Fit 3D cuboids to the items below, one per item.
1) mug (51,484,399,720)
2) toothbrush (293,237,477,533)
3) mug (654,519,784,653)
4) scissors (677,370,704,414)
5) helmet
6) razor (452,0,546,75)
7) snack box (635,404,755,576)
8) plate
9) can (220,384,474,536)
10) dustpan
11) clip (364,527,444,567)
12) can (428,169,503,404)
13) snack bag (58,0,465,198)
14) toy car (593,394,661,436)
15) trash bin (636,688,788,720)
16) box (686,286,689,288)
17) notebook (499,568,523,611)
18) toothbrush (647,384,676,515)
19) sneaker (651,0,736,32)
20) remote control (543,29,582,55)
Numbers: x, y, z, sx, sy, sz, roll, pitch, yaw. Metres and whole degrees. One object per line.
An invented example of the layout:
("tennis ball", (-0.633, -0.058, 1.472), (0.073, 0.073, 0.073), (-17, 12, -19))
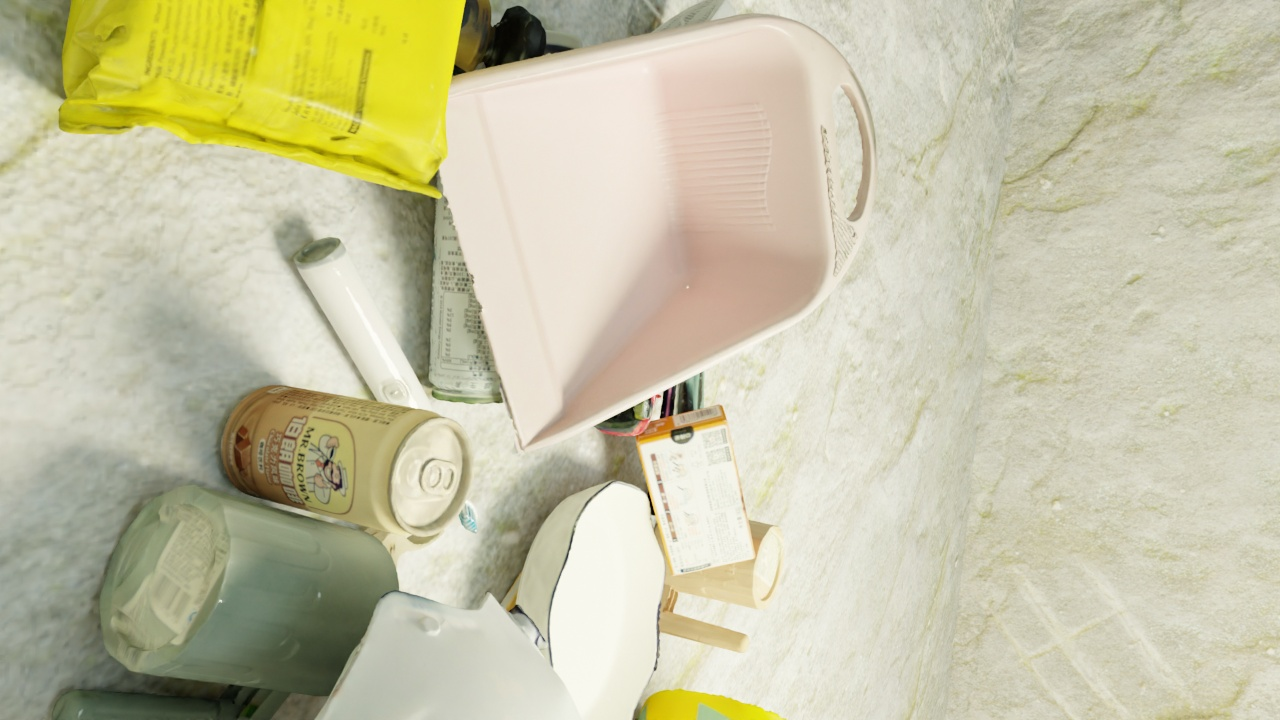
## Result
("mug", (-0.190, 0.125, 0.425), (0.124, 0.084, 0.103), (-53, 145, -2))
("toothbrush", (-0.137, 0.026, 0.536), (0.026, 0.026, 0.221), (-114, -175, -52))
("mug", (0.067, 0.201, 0.854), (0.084, 0.104, 0.124), (53, 51, -51))
("scissors", (0.047, 0.026, 0.820), (0.181, 0.019, 0.170), (-56, 147, -75))
("helmet", (-0.104, 0.236, 0.434), (0.228, 0.146, 0.259), (-44, 161, -17))
("razor", (-0.115, -0.194, 0.497), (0.167, 0.068, 0.062), (15, 82, -54))
("snack box", (0.047, 0.112, 0.766), (0.026, 0.075, 0.154), (-100, 176, -58))
("plate", (-0.037, 0.194, 0.704), (0.204, 0.046, 0.205), (1, 90, -68))
("can", (-0.142, 0.046, 0.440), (0.058, 0.116, 0.058), (-18, 111, -58))
("dustpan", (0.029, -0.093, 0.555), (0.272, 0.139, 0.223), (-43, 129, -43))
("clip", (-0.151, 0.104, 0.524), (0.099, 0.034, 0.066), (-55, 140, -47))
("can", (-0.097, -0.049, 0.558), (0.058, 0.058, 0.147), (-7, 102, -60))
("snack bag", (-0.140, -0.197, 0.392), (0.157, 0.068, 0.246), (9, 88, -37))
("toy car", (-0.004, 0.004, 0.737), (0.045, 0.053, 0.120), (49, 53, -59))
("trash bin", (0.048, 0.437, 0.767), (0.254, 0.230, 0.230), (-65, 146, -38))
("box", (0.059, -0.087, 0.780), (0.162, 0.088, 0.076), (16, 74, -52))
("notebook", (-0.072, 0.253, 0.716), (0.145, 0.010, 0.206), (-57, 142, -38))
("toothbrush", (0.022, 0.056, 0.801), (0.017, 0.014, 0.189), (-52, 153, -59))
("sneaker", (0.023, -0.184, 0.702), (0.091, 0.090, 0.241), (52, 54, -32))
("remote control", (-0.064, -0.136, 0.598), (0.021, 0.058, 0.150), (-94, -178, -76))
